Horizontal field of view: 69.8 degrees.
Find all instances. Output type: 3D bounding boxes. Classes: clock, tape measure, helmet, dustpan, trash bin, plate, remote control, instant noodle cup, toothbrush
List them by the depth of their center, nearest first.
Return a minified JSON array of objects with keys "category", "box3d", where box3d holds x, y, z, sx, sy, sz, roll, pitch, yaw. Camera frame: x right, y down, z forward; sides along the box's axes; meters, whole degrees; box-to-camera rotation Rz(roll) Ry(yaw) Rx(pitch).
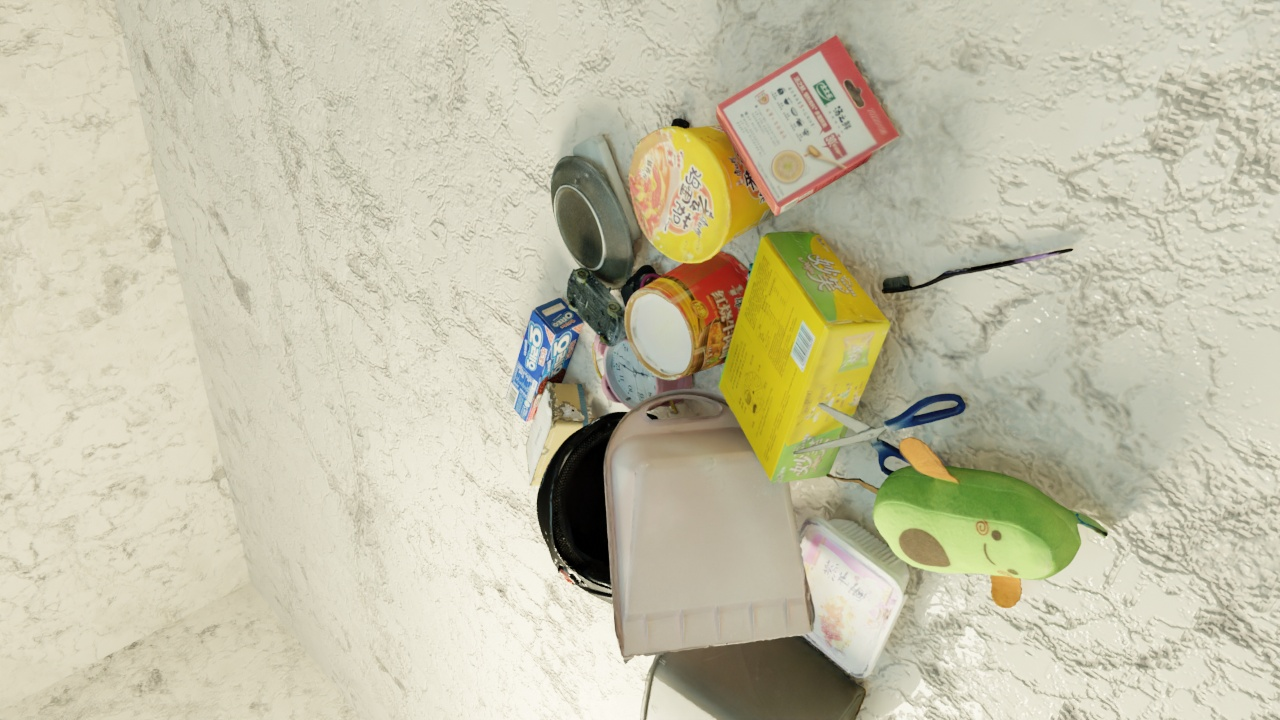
[{"category":"toothbrush","box3d":[0.294,-0.082,0.823,0.189,0.014,0.016,-11,90,51]},{"category":"instant noodle cup","box3d":[0.074,-0.181,0.942,0.138,0.109,0.138,27,130,37]},{"category":"dustpan","box3d":[0.069,0.175,1.032,0.139,0.222,0.273,-158,68,-77]},{"category":"instant noodle cup","box3d":[0.054,-0.046,1.043,0.138,0.108,0.138,27,130,38]},{"category":"instant noodle cup","box3d":[0.237,0.260,1.047,0.138,0.060,0.174,36,133,31]},{"category":"tape measure","box3d":[0.009,-0.080,1.118,0.039,0.056,0.058,-5,125,52]},{"category":"remote control","box3d":[-0.042,-0.208,1.132,0.056,0.020,0.136,-8,106,53]},{"category":"helmet","box3d":[-0.016,0.184,1.143,0.274,0.233,0.231,34,160,-23]},{"category":"plate","box3d":[-0.070,-0.169,1.158,0.179,0.024,0.180,43,148,36]},{"category":"trash bin","box3d":[0.143,0.436,1.162,0.220,0.198,0.199,29,132,28]},{"category":"clock","box3d":[-0.007,0.007,1.184,0.159,0.059,0.117,14,120,46]}]

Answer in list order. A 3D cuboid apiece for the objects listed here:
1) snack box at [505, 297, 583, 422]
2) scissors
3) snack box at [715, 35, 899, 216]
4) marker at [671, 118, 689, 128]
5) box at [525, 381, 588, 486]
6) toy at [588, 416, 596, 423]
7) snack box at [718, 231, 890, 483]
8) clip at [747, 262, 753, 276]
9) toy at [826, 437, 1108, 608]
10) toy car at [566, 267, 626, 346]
[{"category":"snack box","box3d":[-0.143,0.003,1.341,0.057,0.058,0.208,47,139,21]},{"category":"scissors","box3d":[0.237,0.072,0.898,0.163,0.176,0.012,-30,41,21]},{"category":"snack box","box3d":[0.152,-0.216,0.852,0.113,0.127,0.044,61,-176,5]},{"category":"marker","box3d":[0.030,-0.213,1.046,0.020,0.022,0.132,13,132,-5]},{"category":"box","box3d":[-0.128,0.116,1.363,0.185,0.059,0.089,112,155,-47]},{"category":"toy","box3d":[-0.059,0.198,1.345,0.144,0.082,0.226,-22,89,52]},{"category":"snack box","box3d":[0.157,-0.003,0.934,0.157,0.070,0.210,-115,27,-45]},{"category":"clip","box3d":[0.140,-0.091,0.996,0.055,0.013,0.038,32,132,32]},{"category":"toy","box3d":[0.299,0.154,0.872,0.247,0.089,0.227,-6,130,52]},{"category":"toy car","box3d":[-0.053,-0.069,1.150,0.120,0.036,0.054,49,137,35]}]
